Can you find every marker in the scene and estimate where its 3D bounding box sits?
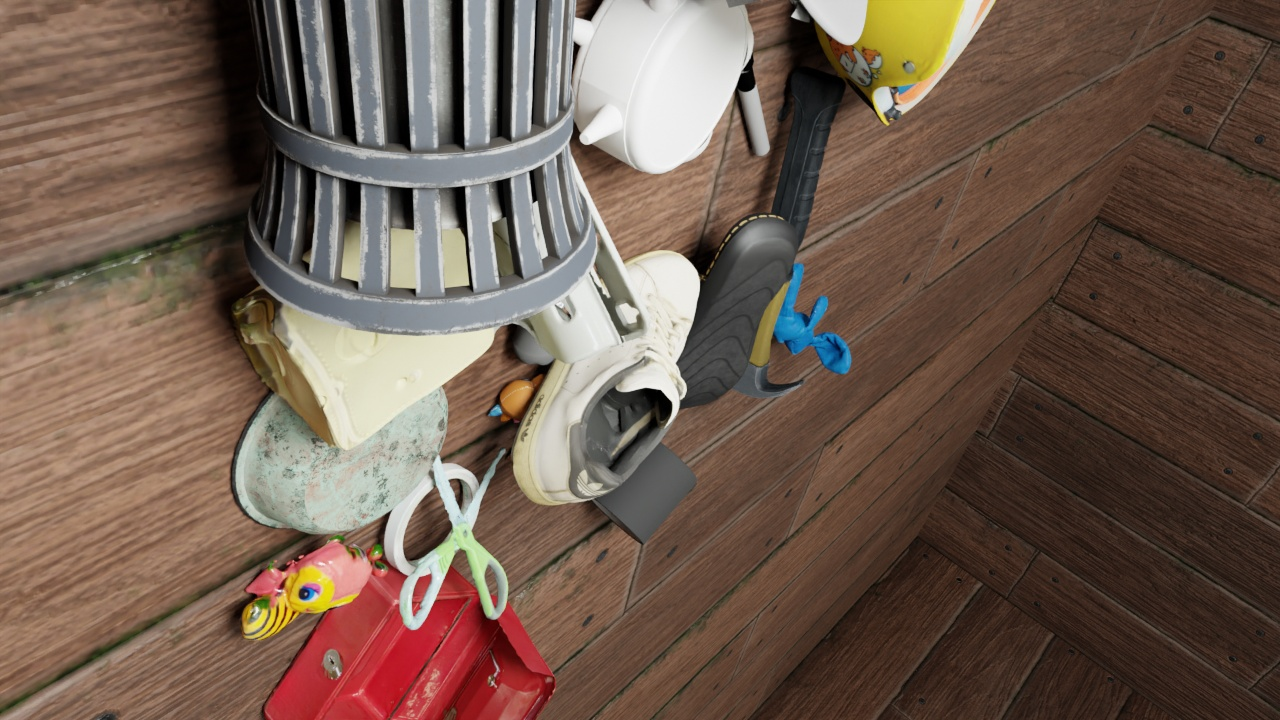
[{"bbox_3d":[0.090,-0.214,0.753,0.016,0.016,0.140,-50,154,-9],"label":"marker"}]

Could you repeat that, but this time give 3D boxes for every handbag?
[{"bbox_3d":[-0.152,-0.024,0.501,0.119,0.081,0.111,-41,158,-26],"label":"handbag"}]

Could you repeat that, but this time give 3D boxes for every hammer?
[{"bbox_3d":[0.133,-0.105,0.870,0.025,0.118,0.334,-30,140,-44],"label":"hammer"}]

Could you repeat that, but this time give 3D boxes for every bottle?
[{"bbox_3d":[-0.072,-0.045,0.663,0.036,0.036,0.110,-32,146,-38],"label":"bottle"}]

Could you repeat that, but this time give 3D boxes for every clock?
[{"bbox_3d":[0.009,-0.192,0.599,0.160,0.073,0.125,-13,133,-63],"label":"clock"}]

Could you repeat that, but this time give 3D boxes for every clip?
[{"bbox_3d":[-0.063,-0.058,0.557,0.072,0.124,0.143,-30,-170,-39],"label":"clip"}]

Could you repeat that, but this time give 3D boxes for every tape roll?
[{"bbox_3d":[-0.163,0.126,0.726,0.092,0.013,0.093,-41,143,-40],"label":"tape roll"}]

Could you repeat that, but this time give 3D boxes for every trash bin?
[{"bbox_3d":[-0.091,-0.151,0.374,0.163,0.164,0.228,-31,142,-39],"label":"trash bin"}]

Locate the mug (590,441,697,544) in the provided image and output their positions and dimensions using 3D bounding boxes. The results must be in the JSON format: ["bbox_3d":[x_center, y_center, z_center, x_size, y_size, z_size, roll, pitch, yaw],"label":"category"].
[{"bbox_3d":[0.000,0.135,0.970,0.088,0.078,0.114,-48,180,-13],"label":"mug"}]

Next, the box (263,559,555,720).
[{"bbox_3d":[-0.195,0.255,0.741,0.168,0.154,0.157,29,95,-33],"label":"box"}]

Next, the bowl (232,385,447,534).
[{"bbox_3d":[-0.183,0.056,0.600,0.157,0.038,0.158,-39,150,-28],"label":"bowl"}]

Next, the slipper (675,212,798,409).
[{"bbox_3d":[0.068,-0.044,0.860,0.112,0.075,0.269,-9,145,-23],"label":"slipper"}]

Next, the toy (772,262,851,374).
[{"bbox_3d":[0.176,-0.040,1.022,0.071,0.113,0.176,-62,148,-17],"label":"toy"}]

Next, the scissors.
[{"bbox_3d":[-0.139,0.135,0.705,0.173,0.022,0.171,-45,124,-51],"label":"scissors"}]

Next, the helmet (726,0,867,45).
[{"bbox_3d":[0.030,-0.270,0.477,0.271,0.118,0.183,40,54,-52],"label":"helmet"}]

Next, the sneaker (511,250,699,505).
[{"bbox_3d":[-0.004,0.004,0.700,0.089,0.103,0.240,45,59,-28],"label":"sneaker"}]

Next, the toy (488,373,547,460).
[{"bbox_3d":[-0.091,0.050,0.754,0.103,0.070,0.090,-39,146,22],"label":"toy"}]

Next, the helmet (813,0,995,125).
[{"bbox_3d":[0.213,-0.305,0.718,0.209,0.139,0.240,-49,176,1],"label":"helmet"}]

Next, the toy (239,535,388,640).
[{"bbox_3d":[-0.229,0.156,0.637,0.103,0.046,0.084,-29,168,-23],"label":"toy"}]
